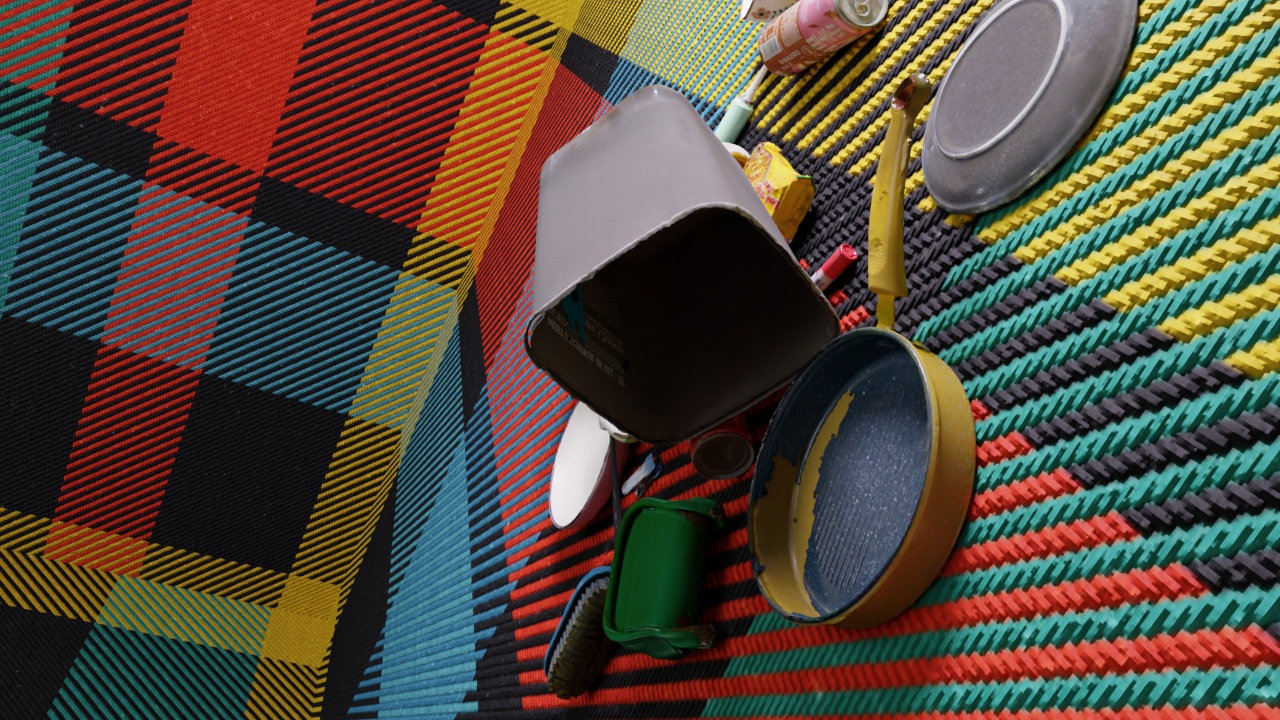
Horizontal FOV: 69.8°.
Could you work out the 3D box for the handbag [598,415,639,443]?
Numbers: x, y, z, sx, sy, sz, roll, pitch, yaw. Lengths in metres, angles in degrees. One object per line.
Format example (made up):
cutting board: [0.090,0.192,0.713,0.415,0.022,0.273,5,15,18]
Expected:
handbag: [-0.006,0.006,0.965,0.164,0.063,0.178,-9,60,45]

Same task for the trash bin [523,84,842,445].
trash bin: [0.017,-0.086,0.749,0.199,0.199,0.219,-33,42,19]

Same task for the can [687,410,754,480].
can: [0.064,0.042,0.816,0.053,0.053,0.132,-59,23,31]

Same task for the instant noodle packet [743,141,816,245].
instant noodle packet: [0.116,-0.140,0.866,0.128,0.044,0.111,-109,38,-60]

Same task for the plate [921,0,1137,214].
plate: [0.238,-0.182,0.598,0.180,0.024,0.179,-54,26,41]

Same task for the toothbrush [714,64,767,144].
toothbrush: [0.102,-0.265,1.042,0.026,0.027,0.225,50,127,26]

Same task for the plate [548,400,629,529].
plate: [-0.054,0.111,1.095,0.193,0.039,0.192,-54,25,39]

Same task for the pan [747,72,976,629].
pan: [0.147,-0.004,0.595,0.357,0.078,0.198,-71,20,0]

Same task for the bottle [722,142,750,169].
bottle: [0.055,-0.212,1.014,0.189,0.068,0.068,34,104,59]

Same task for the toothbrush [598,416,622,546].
toothbrush: [-0.028,0.139,0.967,0.016,0.018,0.181,-24,66,45]

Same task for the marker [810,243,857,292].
marker: [0.132,-0.047,0.772,0.146,0.017,0.017,-50,28,46]

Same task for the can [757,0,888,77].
can: [0.168,-0.315,0.864,0.147,0.058,0.058,0,72,70]

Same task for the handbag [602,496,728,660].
handbag: [0.027,0.184,0.777,0.120,0.068,0.131,-24,48,55]

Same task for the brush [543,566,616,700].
brush: [-0.057,0.268,0.929,0.144,0.055,0.073,-66,20,14]

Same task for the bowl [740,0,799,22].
bowl: [0.152,-0.414,0.976,0.113,0.062,0.113,-170,92,-84]

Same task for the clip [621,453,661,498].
clip: [0.002,0.122,0.963,0.057,0.032,0.025,-54,28,32]
